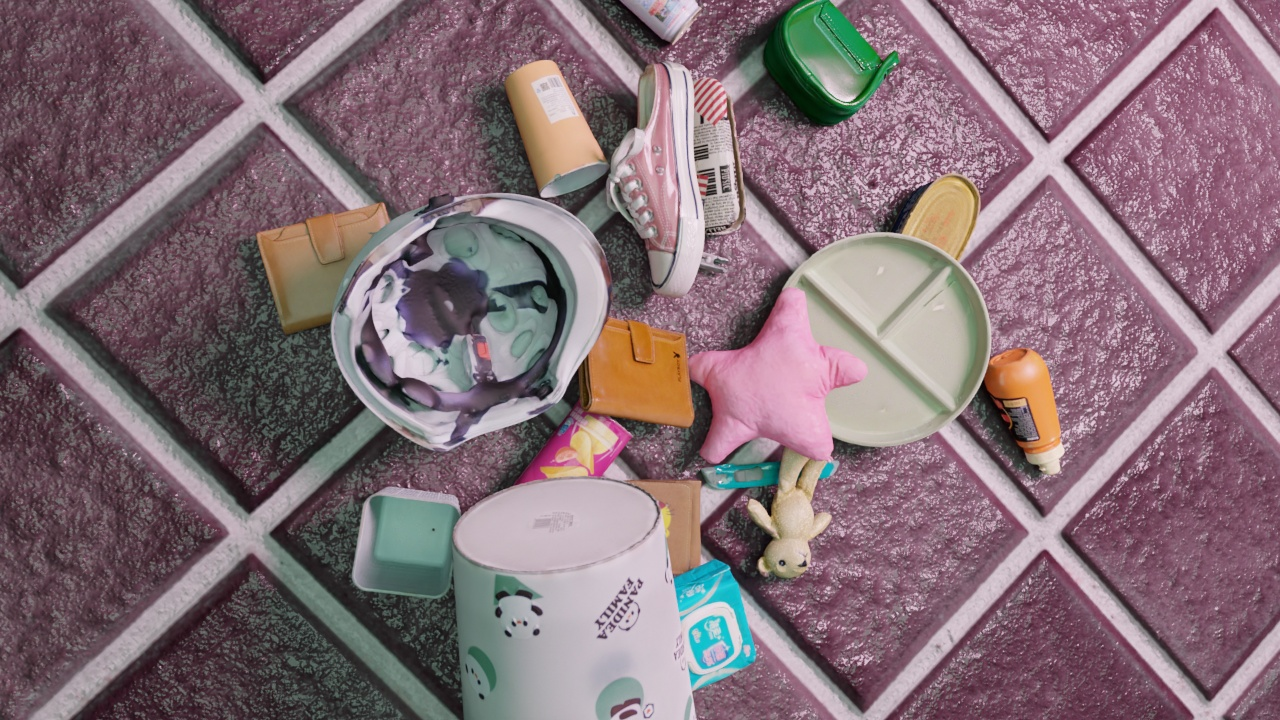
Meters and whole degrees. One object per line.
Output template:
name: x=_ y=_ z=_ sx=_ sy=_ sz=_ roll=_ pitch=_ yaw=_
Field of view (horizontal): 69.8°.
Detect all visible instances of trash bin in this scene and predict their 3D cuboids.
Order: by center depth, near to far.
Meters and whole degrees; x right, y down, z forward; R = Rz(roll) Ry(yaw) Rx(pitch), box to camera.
trash bin: x=-0.061 y=0.256 z=0.829 sx=0.229 sy=0.229 sz=0.252 roll=-7 pitch=107 yaw=-10

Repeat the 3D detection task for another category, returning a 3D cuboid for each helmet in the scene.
helmet: x=-0.169 y=-0.053 z=0.885 sx=0.258 sy=0.146 sz=0.229 roll=-37 pitch=120 yaw=-10

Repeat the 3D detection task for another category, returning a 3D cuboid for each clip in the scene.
clip: x=0.068 y=-0.109 z=0.993 sx=0.058 sy=0.026 sz=0.038 roll=16 pitch=79 yaw=-9

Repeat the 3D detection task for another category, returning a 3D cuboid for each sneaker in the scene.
sneaker: x=0.008 y=-0.183 z=0.939 sx=0.087 sy=0.118 sz=0.241 roll=-5 pitch=96 yaw=-23

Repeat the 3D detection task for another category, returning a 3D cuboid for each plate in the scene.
plate: x=0.254 y=-0.022 z=0.986 sx=0.230 sy=0.027 sz=0.230 roll=1 pitch=96 yaw=11

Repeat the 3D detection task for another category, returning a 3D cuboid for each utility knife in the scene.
utility knife: x=0.144 y=0.123 z=1.007 sx=0.157 sy=0.013 sz=0.029 roll=-5 pitch=97 yaw=-9

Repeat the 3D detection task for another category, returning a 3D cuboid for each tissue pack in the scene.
tissue pack: x=0.062 y=0.273 z=0.951 sx=0.093 sy=0.050 sz=0.133 roll=-23 pitch=118 yaw=-10

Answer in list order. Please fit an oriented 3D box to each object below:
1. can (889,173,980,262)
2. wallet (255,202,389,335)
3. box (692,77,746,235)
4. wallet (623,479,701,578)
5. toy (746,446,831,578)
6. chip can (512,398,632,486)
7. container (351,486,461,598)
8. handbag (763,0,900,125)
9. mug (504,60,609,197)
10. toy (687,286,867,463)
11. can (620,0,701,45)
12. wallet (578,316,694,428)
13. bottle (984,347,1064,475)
can: x=0.318 y=-0.136 z=1.022 sx=0.074 sy=0.049 sz=0.148 roll=28 pitch=85 yaw=-8
wallet: x=-0.309 y=-0.094 z=0.929 sx=0.131 sy=0.031 sz=0.108 roll=-15 pitch=93 yaw=-11
box: x=0.070 y=-0.215 z=0.967 sx=0.075 sy=0.082 sz=0.163 roll=-5 pitch=92 yaw=5
wallet: x=0.022 y=0.185 z=0.978 sx=0.090 sy=0.033 sz=0.115 roll=2 pitch=85 yaw=-9
toy: x=0.168 y=0.159 z=0.984 sx=0.105 sy=0.066 sz=0.157 roll=9 pitch=95 yaw=-26
chip can: x=-0.097 y=0.140 z=0.937 sx=0.071 sy=0.071 sz=0.210 roll=39 pitch=83 yaw=-7
container: x=-0.224 y=0.171 z=0.896 sx=0.090 sy=0.111 sz=0.090 roll=9 pitch=88 yaw=-10
handbag: x=0.208 y=-0.334 z=0.997 sx=0.120 sy=0.068 sz=0.131 roll=-45 pitch=96 yaw=-8
mug: x=-0.091 y=-0.240 z=0.946 sx=0.078 sy=0.078 sz=0.122 roll=-23 pitch=89 yaw=-9
toy: x=0.136 y=0.038 z=0.956 sx=0.195 sy=0.074 sz=0.178 roll=-37 pitch=71 yaw=11
can: x=-0.001 y=-0.399 z=0.971 sx=0.134 sy=0.053 sz=0.053 roll=41 pitch=83 yaw=-6
wallet: x=-0.006 y=0.006 z=0.946 sx=0.130 sy=0.035 sz=0.119 roll=11 pitch=68 yaw=-35
bottle: x=0.441 y=0.062 z=1.036 sx=0.066 sy=0.067 sz=0.149 roll=-26 pitch=101 yaw=-9
